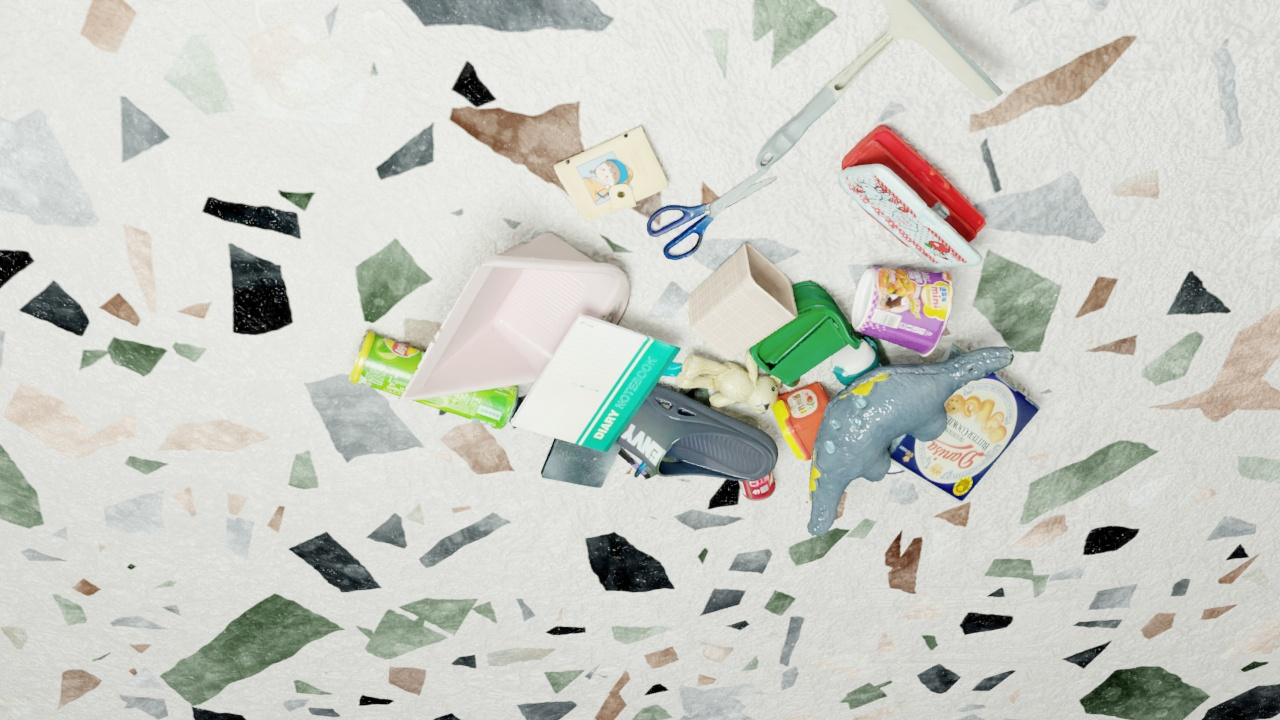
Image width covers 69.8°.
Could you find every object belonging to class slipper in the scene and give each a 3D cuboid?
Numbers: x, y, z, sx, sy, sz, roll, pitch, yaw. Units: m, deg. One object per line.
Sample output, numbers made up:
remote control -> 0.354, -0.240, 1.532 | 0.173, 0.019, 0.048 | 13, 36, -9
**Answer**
slipper -> 0.059, 0.112, 1.278 | 0.268, 0.083, 0.111 | 19, 126, 5

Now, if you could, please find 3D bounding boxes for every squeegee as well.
squeegee -> 0.218, -0.301, 1.020 | 0.246, 0.039, 0.247 | 42, 123, -9

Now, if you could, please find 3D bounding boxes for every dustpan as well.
dustpan -> -0.127, -0.039, 1.109 | 0.139, 0.272, 0.223 | 38, 124, 1

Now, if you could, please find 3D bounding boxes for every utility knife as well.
utility knife -> -0.008, 0.007, 1.269 | 0.161, 0.013, 0.029 | 7, 130, -11

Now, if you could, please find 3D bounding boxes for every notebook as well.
notebook -> -0.061, 0.035, 1.214 | 0.150, 0.012, 0.210 | 18, 127, -24

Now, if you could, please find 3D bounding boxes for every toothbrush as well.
toothbrush -> 0.038, 0.108, 1.345 | 0.016, 0.014, 0.190 | 11, 126, -32
toothbrush -> -0.042, 0.126, 1.358 | 0.014, 0.016, 0.189 | -27, 126, 24

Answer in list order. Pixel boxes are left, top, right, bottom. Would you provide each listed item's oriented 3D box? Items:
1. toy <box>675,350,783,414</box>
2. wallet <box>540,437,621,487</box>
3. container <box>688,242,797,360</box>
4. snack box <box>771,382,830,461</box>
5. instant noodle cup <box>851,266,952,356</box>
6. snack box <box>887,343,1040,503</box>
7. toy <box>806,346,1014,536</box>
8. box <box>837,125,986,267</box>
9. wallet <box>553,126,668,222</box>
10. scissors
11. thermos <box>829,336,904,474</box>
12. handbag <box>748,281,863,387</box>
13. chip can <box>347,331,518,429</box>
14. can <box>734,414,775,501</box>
toy -> 0.122, 0.032, 1.257 | 0.157, 0.066, 0.105 | 16, 120, -24
wallet -> -0.089, 0.148, 1.363 | 0.097, 0.019, 0.121 | 13, 136, -12
container -> 0.125, -0.071, 1.166 | 0.090, 0.090, 0.111 | 36, 121, -27
snack box -> 0.237, 0.084, 1.291 | 0.080, 0.091, 0.082 | -28, 124, 9
instant noodle cup -> 0.328, -0.069, 1.169 | 0.099, 0.111, 0.112 | 12, 127, 0
snack box -> 0.444, 0.092, 1.287 | 0.178, 0.046, 0.183 | 29, 102, -31
toy -> 0.317, 0.081, 1.196 | 0.138, 0.091, 0.357 | 44, 107, -6
box -> 0.326, -0.177, 1.088 | 0.201, 0.091, 0.095 | 33, 121, -25
wallet -> -0.032, -0.217, 1.086 | 0.115, 0.024, 0.087 | -21, 121, 12
scissors -> 0.093, -0.177, 1.128 | 0.173, 0.012, 0.128 | -6, 126, 1
thermos -> 0.331, 0.063, 1.293 | 0.073, 0.073, 0.224 | -22, 125, 14
handbag -> 0.212, -0.030, 1.213 | 0.132, 0.067, 0.120 | -35, 122, 22
chip can -> -0.274, 0.030, 1.237 | 0.221, 0.072, 0.073 | 21, 124, -17
can -> 0.163, 0.144, 1.356 | 0.053, 0.053, 0.133 | -13, 127, 8
